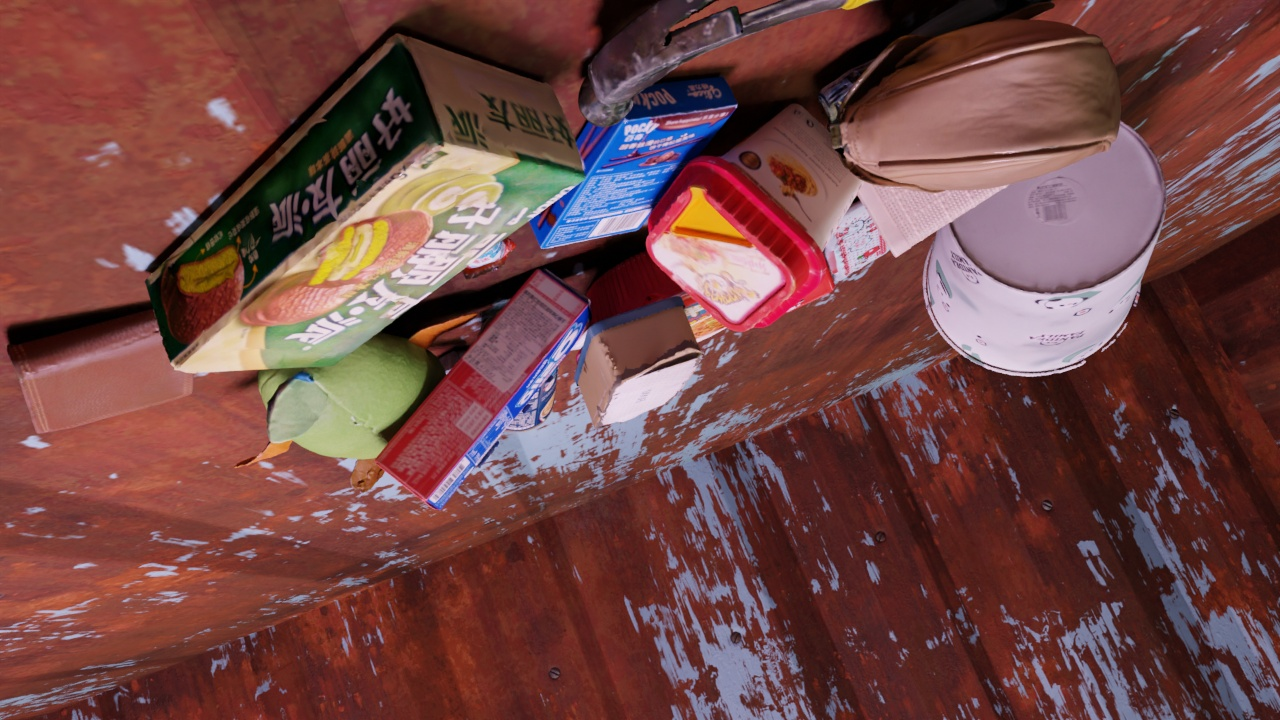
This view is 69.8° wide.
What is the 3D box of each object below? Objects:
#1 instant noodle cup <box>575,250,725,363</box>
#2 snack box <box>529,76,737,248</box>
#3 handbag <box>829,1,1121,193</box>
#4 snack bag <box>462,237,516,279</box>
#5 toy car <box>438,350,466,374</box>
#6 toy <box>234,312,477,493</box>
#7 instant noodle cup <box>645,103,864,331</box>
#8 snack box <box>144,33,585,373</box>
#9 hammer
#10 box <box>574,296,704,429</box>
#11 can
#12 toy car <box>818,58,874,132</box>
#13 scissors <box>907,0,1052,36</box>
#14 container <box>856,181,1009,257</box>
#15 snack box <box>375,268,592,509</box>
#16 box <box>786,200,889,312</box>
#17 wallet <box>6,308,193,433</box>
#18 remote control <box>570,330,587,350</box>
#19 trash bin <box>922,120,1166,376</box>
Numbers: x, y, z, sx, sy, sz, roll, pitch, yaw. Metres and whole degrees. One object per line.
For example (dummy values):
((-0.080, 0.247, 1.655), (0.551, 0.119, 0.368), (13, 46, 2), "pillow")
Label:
((0.020, -0.056, 0.864), (0.193, 0.066, 0.194), (-21, 166, -6), "instant noodle cup")
((-0.010, -0.127, 0.606), (0.084, 0.026, 0.158), (-16, 166, -30), "snack box")
((0.208, -0.155, 0.558), (0.148, 0.100, 0.204), (-5, -173, 28), "handbag")
((-0.111, -0.085, 0.611), (0.045, 0.026, 0.105), (-19, 165, -1), "snack bag")
((-0.195, 0.023, 0.885), (0.091, 0.042, 0.034), (-32, 138, 25), "toy car")
((-0.224, 0.028, 0.742), (0.227, 0.090, 0.247), (-38, 162, -5), "toy")
((0.085, -0.104, 0.640), (0.124, 0.116, 0.117), (-49, -178, -29), "instant noodle cup")
((-0.156, -0.072, 0.505), (0.241, 0.063, 0.114), (-30, 166, 29), "snack box")
((0.125, -0.199, 0.482), (0.323, 0.032, 0.126), (-22, -174, -12), "hammer")
((-0.005, 0.005, 0.799), (0.089, 0.059, 0.185), (-19, 165, -16), "box")
((-0.113, 0.010, 0.846), (0.075, 0.075, 0.111), (-18, 156, -19), "can")
((0.151, -0.181, 0.643), (0.049, 0.031, 0.105), (-29, 169, 11), "toy car")
((0.205, -0.210, 0.547), (0.139, 0.019, 0.179), (-20, -174, 11), "scissors")
((0.221, -0.153, 0.708), (0.111, 0.090, 0.089), (-30, -165, 18), "container")
((-0.122, 0.023, 0.749), (0.207, 0.058, 0.057), (-52, 169, -13), "snack box")
((0.205, -0.113, 1.004), (0.158, 0.038, 0.201), (-25, 166, 12), "box")
((-0.342, 0.006, 0.592), (0.101, 0.032, 0.125), (-18, 167, -32), "wallet")
((-0.068, -0.027, 0.930), (0.135, 0.020, 0.056), (-10, 162, -35), "remote control")
((0.405, -0.121, 0.933), (0.230, 0.229, 0.252), (-25, 161, 12), "trash bin")
